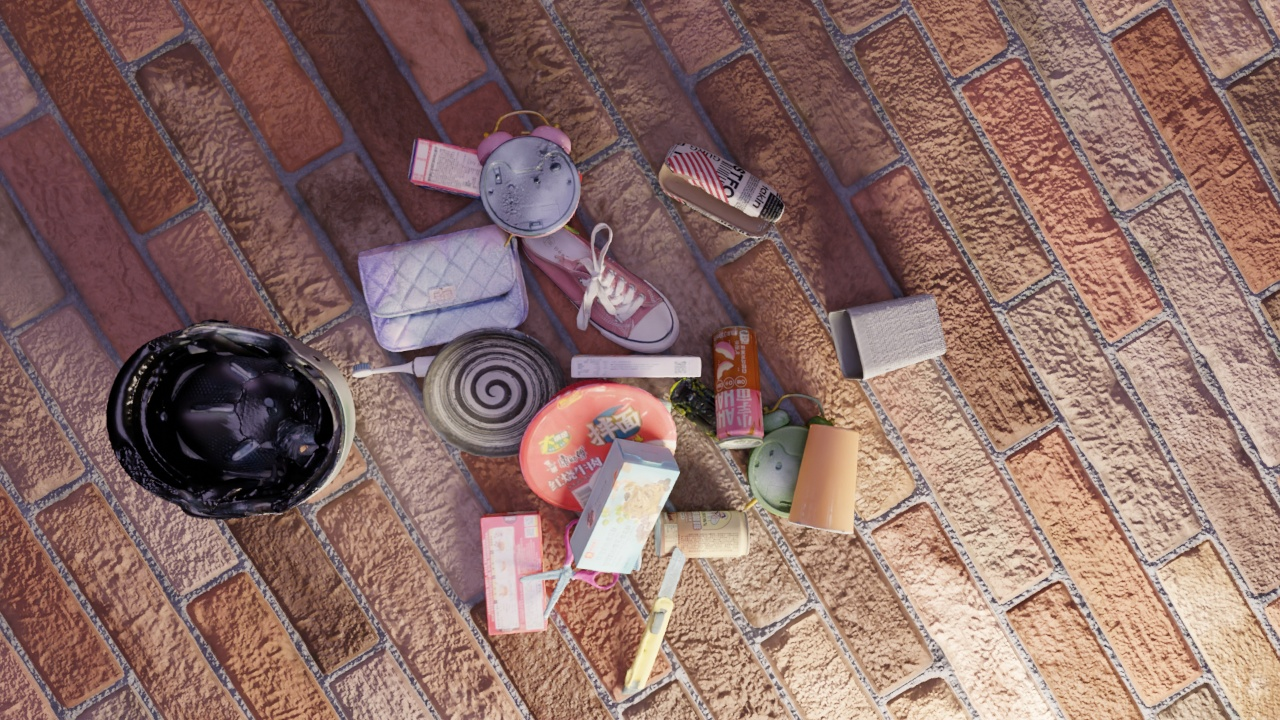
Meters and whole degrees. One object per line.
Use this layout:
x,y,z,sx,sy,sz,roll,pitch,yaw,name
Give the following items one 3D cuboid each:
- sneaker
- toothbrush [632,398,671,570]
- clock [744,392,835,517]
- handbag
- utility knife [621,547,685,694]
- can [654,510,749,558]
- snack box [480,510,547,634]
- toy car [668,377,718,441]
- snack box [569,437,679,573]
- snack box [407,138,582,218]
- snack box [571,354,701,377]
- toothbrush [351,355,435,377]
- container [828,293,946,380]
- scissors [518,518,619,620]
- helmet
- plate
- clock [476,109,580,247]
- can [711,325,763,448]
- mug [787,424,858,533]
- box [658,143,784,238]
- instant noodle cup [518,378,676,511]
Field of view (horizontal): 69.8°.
-0.052,-0.096,1.137,0.241,0.088,0.118,40,89,-2,sneaker
0.011,0.160,1.177,0.027,0.026,0.224,8,92,-17,toothbrush
0.193,0.122,1.168,0.116,0.056,0.161,11,91,-3,clock
-0.239,-0.089,1.137,0.194,0.075,0.134,-13,93,-2,handbag
0.019,0.334,1.167,0.031,0.022,0.221,13,101,-15,utility knife
0.077,0.221,1.165,0.116,0.058,0.058,0,91,-2,can
-0.161,0.271,1.174,0.075,0.025,0.153,-4,92,-2,snack box
0.082,0.064,1.175,0.105,0.032,0.048,37,84,-14,toy car
-0.022,0.180,1.119,0.074,0.051,0.175,12,118,-23,snack box
-0.179,-0.227,1.145,0.207,0.057,0.058,11,93,-3,snack box
-0.007,0.007,1.143,0.157,0.084,0.027,1,92,-2,snack box
-0.255,0.007,1.163,0.221,0.027,0.026,-4,53,-2,toothbrush
0.311,-0.033,1.154,0.114,0.090,0.090,-14,92,-5,container
-0.085,0.271,1.169,0.130,0.017,0.133,30,74,-14,scissors
-0.461,0.066,1.093,0.274,0.156,0.230,2,93,8,helmet
-0.182,0.039,1.149,0.179,0.024,0.180,-3,115,-7,plate
-0.133,-0.220,1.087,0.117,0.060,0.158,-10,91,-3,clock
0.120,0.033,1.142,0.058,0.058,0.147,-1,73,-2,can
0.226,0.141,1.107,0.078,0.078,0.122,10,85,-3,mug
0.100,-0.212,1.165,0.163,0.083,0.075,25,54,-2,box
-0.056,0.094,1.126,0.193,0.065,0.194,-7,122,-11,instant noodle cup
